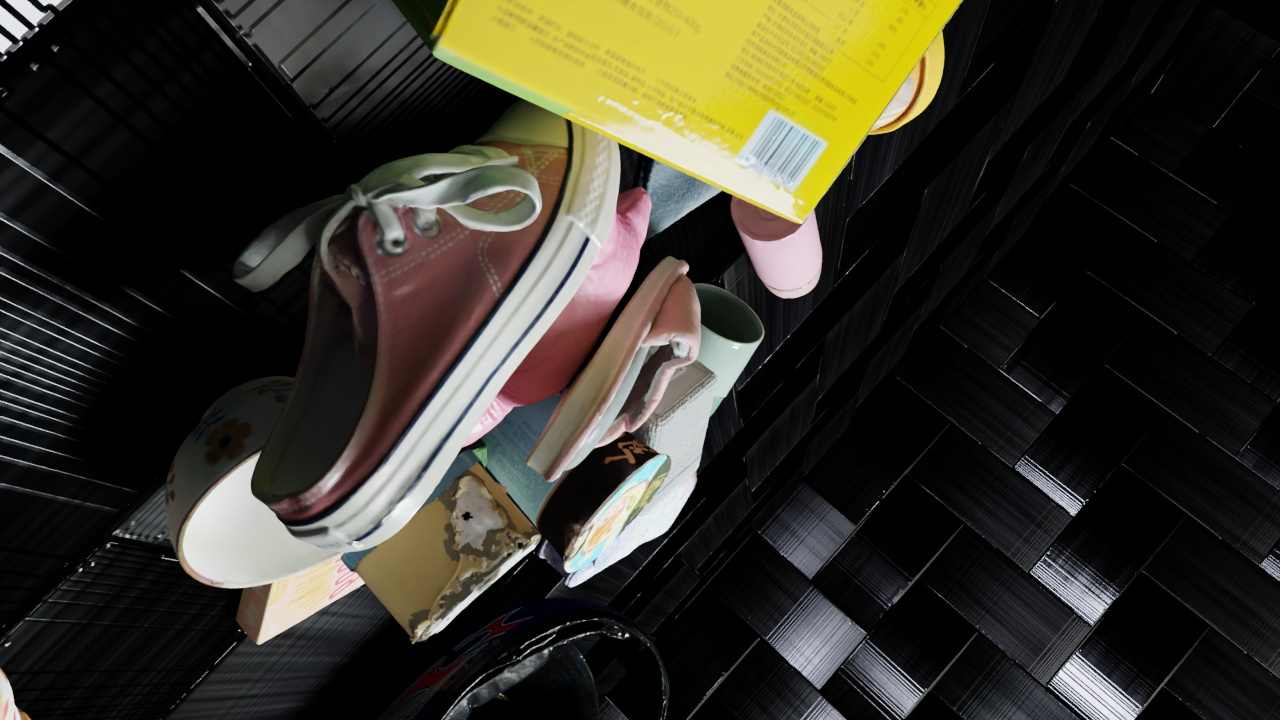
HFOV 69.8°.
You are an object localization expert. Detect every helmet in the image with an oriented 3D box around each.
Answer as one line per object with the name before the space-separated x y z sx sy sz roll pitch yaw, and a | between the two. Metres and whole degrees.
helmet | -0.135 0.367 0.901 0.314 0.247 0.241 -44 -170 -17

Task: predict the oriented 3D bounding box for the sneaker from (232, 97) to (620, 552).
sneaker | -0.088 -0.043 0.379 0.088 0.118 0.240 53 54 -40

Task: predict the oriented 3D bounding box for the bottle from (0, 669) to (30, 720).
bottle | -0.292 0.149 0.375 0.063 0.063 0.109 -40 160 -26

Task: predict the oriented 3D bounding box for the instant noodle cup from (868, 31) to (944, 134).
instant noodle cup | 0.095 -0.172 0.545 0.114 0.118 0.119 -33 157 -20

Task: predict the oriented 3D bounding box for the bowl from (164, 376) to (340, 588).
bowl | -0.170 0.047 0.434 0.113 0.062 0.114 -30 152 -18

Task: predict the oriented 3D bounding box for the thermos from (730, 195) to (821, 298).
thermos | 0.129 -0.116 0.821 0.198 0.067 0.087 33 69 -72

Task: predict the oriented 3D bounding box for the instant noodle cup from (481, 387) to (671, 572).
instant noodle cup | -0.058 0.073 0.669 0.111 0.120 0.111 -44 163 -18

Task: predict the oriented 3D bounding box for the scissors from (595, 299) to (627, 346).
scissors | -0.017 0.000 0.763 0.181 0.014 0.159 -54 158 -1

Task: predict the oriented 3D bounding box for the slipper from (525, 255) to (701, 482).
slipper | -0.004 0.003 0.587 0.114 0.054 0.273 -54 -178 21

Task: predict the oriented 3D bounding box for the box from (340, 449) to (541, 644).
box | -0.108 0.109 0.533 0.089 0.064 0.184 -40 177 -15

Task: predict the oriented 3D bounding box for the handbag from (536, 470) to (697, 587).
handbag | -0.020 0.174 1.034 0.134 0.075 0.193 -57 161 24

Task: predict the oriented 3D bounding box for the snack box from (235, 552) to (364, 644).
snack box | -0.188 0.120 0.614 0.156 0.026 0.085 -27 152 -49

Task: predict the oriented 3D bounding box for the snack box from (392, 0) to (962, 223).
snack box | 0.030 -0.161 0.357 0.209 0.070 0.158 14 119 -42

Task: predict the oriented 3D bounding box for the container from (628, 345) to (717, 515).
container | 0.002 0.047 0.742 0.090 0.090 0.114 -38 153 -36

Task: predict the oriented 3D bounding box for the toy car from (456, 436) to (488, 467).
toy car | -0.139 0.070 0.600 0.091 0.043 0.036 -26 155 -52

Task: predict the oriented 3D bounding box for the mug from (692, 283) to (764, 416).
mug | 0.052 -0.011 0.836 0.111 0.082 0.107 -79 -166 -56

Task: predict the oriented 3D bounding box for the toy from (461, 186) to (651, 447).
toy | -0.057 -0.037 0.519 0.195 0.074 0.178 -61 165 25

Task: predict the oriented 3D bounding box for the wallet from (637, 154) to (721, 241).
wallet | 0.040 -0.137 0.636 0.120 0.019 0.097 -37 159 -28
